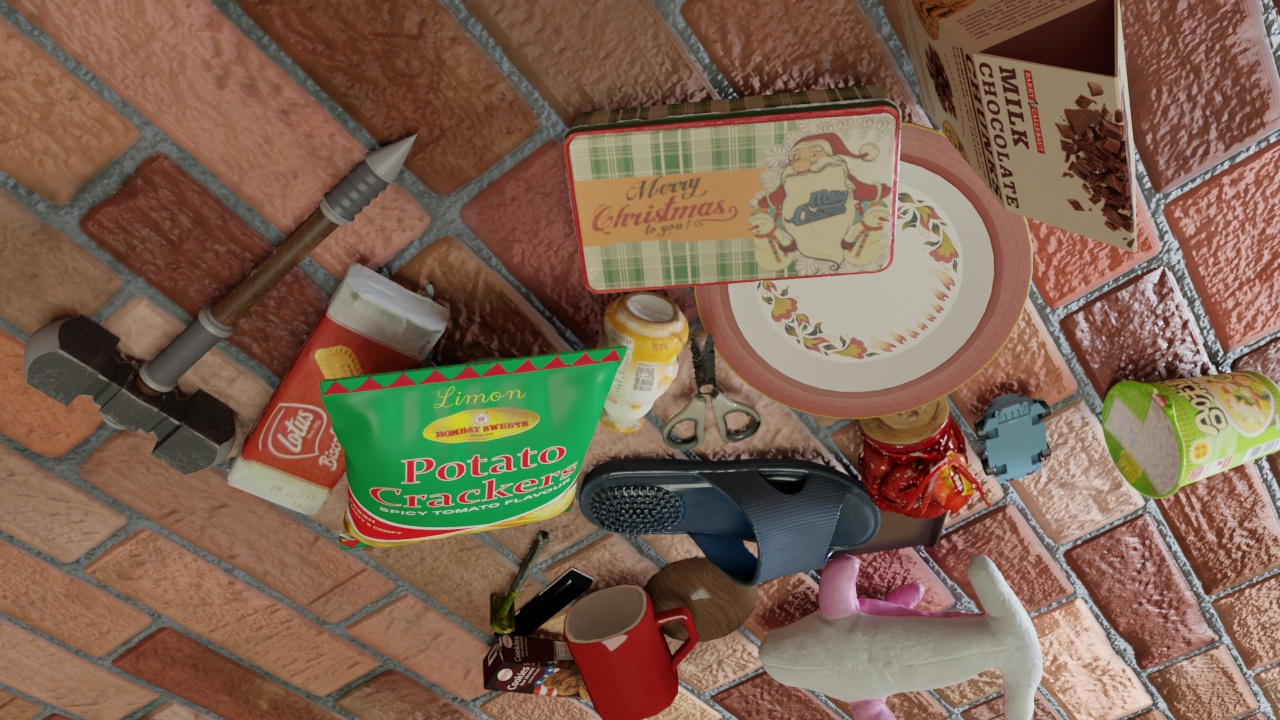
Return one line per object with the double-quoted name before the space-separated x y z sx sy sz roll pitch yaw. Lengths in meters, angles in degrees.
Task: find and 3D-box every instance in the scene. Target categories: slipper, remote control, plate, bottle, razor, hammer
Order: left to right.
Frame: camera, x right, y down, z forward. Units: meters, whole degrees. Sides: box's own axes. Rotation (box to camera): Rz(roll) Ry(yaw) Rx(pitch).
"hammer" -0.266 -0.049 0.629 0.323 0.043 0.156 -36 123 18
"razor" -0.110 0.200 0.845 0.026 0.042 0.106 21 114 -18
"remote control" -0.095 0.242 0.889 0.028 0.011 0.124 33 118 -27
"bottle" -0.004 0.004 0.678 0.063 0.063 0.109 7 128 -11
"slipper" 0.079 0.139 0.773 0.263 0.082 0.101 6 126 -4
"plate" 0.153 -0.059 0.649 0.230 0.021 0.230 4 121 7
"bottle" 0.224 0.083 0.739 0.099 0.098 0.111 -18 128 8

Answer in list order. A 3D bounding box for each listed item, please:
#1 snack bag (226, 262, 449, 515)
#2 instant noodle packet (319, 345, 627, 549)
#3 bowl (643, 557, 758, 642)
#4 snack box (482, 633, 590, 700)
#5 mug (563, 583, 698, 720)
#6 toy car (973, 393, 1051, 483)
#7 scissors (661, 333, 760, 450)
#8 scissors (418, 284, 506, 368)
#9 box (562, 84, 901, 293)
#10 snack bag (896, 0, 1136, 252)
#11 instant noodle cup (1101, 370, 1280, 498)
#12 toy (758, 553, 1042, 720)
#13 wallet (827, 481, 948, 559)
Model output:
"snack bag" -0.229 0.029 0.679 0.077 0.041 0.226 28 120 -23
"instant noodle packet" -0.127 0.073 0.680 0.195 0.090 0.253 -7 148 -19
"bowl" 0.059 0.240 0.891 0.118 0.030 0.118 -3 128 -4
"snack box" -0.082 0.309 0.921 0.140 0.031 0.051 15 127 -24
"mug" -0.002 0.270 0.859 0.116 0.080 0.096 -16 111 8
"toy car" 0.314 0.063 0.780 0.060 0.027 0.108 -20 137 10
"scissors" 0.062 0.025 0.707 0.132 0.012 0.170 7 142 -23
"scissors" -0.167 0.012 0.702 0.172 0.021 0.172 12 129 -9
"box" 0.058 -0.106 0.585 0.205 0.050 0.118 -2 120 6
"snack bag" 0.208 -0.148 0.488 0.070 0.206 0.094 -22 127 11
"instant noodle cup" 0.456 0.054 0.750 0.108 0.098 0.099 -12 129 -6
"toy" 0.241 0.258 0.867 0.266 0.127 0.186 -16 92 35
"wallet" 0.227 0.145 0.844 0.115 0.018 0.092 -3 128 -5
